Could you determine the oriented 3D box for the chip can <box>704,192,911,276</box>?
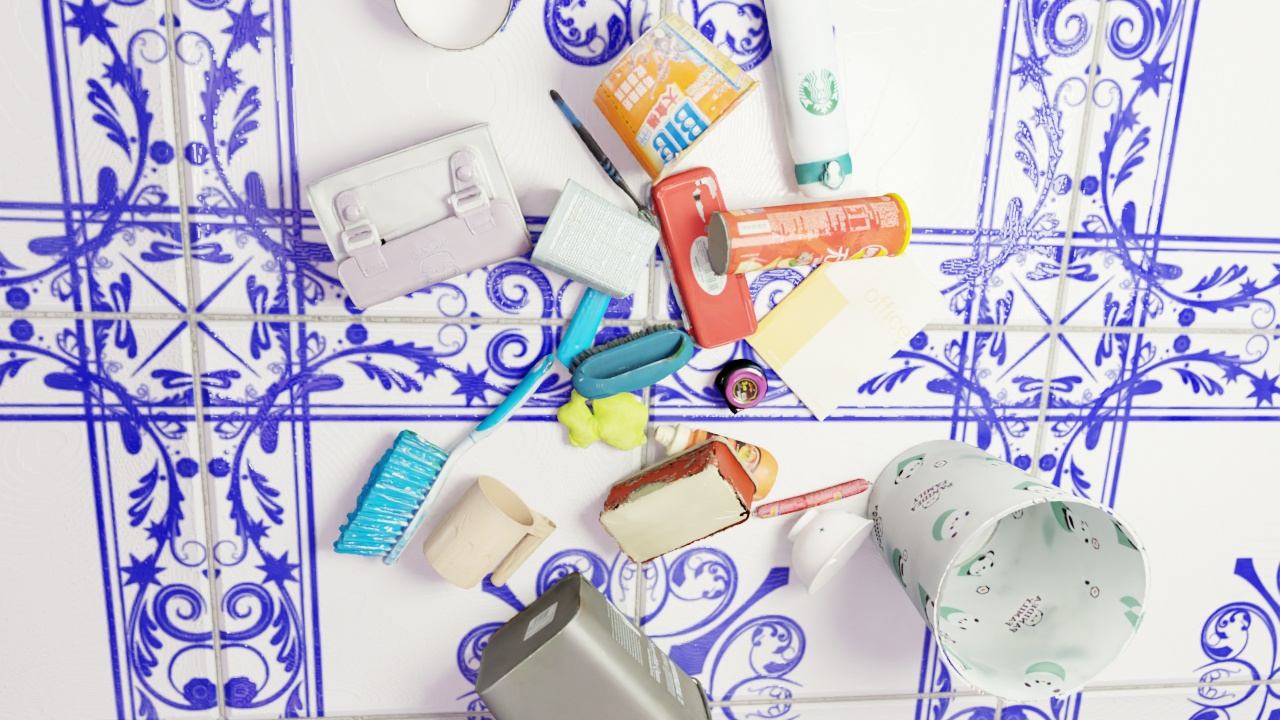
[{"bbox_3d":[0.181,-0.136,0.989,0.216,0.073,0.073,-8,105,-16],"label":"chip can"}]

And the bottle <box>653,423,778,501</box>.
[{"bbox_3d":[0.085,0.112,1.075,0.149,0.066,0.067,24,99,-5],"label":"bottle"}]

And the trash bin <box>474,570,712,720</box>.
[{"bbox_3d":[-0.058,0.387,1.061,0.198,0.199,0.220,-38,98,1],"label":"trash bin"}]

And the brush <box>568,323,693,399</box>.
[{"bbox_3d":[-0.006,0.006,1.021,0.143,0.073,0.055,-20,118,-12],"label":"brush"}]

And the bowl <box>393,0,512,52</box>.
[{"bbox_3d":[-0.185,-0.367,0.917,0.116,0.066,0.116,-1,103,-6],"label":"bowl"}]

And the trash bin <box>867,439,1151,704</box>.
[{"bbox_3d":[0.388,0.213,1.036,0.229,0.251,0.230,-2,104,-7],"label":"trash bin"}]

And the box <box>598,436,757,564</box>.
[{"bbox_3d":[0.039,0.163,1.038,0.169,0.077,0.091,-28,107,27],"label":"box"}]

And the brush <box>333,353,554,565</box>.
[{"bbox_3d":[-0.223,0.102,1.038,0.109,0.060,0.314,30,96,-19],"label":"brush"}]

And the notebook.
[{"bbox_3d":[0.242,-0.047,1.078,0.206,0.010,0.146,-43,104,4],"label":"notebook"}]

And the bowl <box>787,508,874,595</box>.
[{"bbox_3d":[0.218,0.217,1.105,0.065,0.118,0.118,42,97,25],"label":"bowl"}]

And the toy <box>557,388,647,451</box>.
[{"bbox_3d":[-0.040,0.067,1.060,0.100,0.031,0.097,-26,103,0],"label":"toy"}]

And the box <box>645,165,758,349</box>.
[{"bbox_3d":[0.069,-0.113,1.030,0.087,0.047,0.201,-18,105,-2],"label":"box"}]

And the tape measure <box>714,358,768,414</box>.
[{"bbox_3d":[0.118,0.027,1.067,0.058,0.039,0.057,-32,106,6],"label":"tape measure"}]

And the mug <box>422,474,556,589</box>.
[{"bbox_3d":[-0.173,0.205,1.060,0.103,0.084,0.124,-48,131,7],"label":"mug"}]

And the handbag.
[{"bbox_3d":[-0.225,-0.150,0.955,0.197,0.098,0.145,-20,111,-2],"label":"handbag"}]

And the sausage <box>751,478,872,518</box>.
[{"bbox_3d":[0.210,0.170,1.124,0.156,0.020,0.020,-15,105,-3],"label":"sausage"}]

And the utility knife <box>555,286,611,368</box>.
[{"bbox_3d":[-0.047,-0.074,1.032,0.034,0.018,0.186,23,98,-19],"label":"utility knife"}]

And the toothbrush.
[{"bbox_3d":[-0.039,-0.214,0.988,0.014,0.016,0.189,-33,98,31],"label":"toothbrush"}]

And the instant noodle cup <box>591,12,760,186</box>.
[{"bbox_3d":[0.030,-0.269,0.933,0.151,0.151,0.111,-43,96,4],"label":"instant noodle cup"}]

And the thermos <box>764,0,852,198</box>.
[{"bbox_3d":[0.183,-0.287,0.980,0.073,0.073,0.224,-14,105,-4],"label":"thermos"}]

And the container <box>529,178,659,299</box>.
[{"bbox_3d":[-0.048,-0.122,0.972,0.111,0.090,0.090,26,88,-8],"label":"container"}]
